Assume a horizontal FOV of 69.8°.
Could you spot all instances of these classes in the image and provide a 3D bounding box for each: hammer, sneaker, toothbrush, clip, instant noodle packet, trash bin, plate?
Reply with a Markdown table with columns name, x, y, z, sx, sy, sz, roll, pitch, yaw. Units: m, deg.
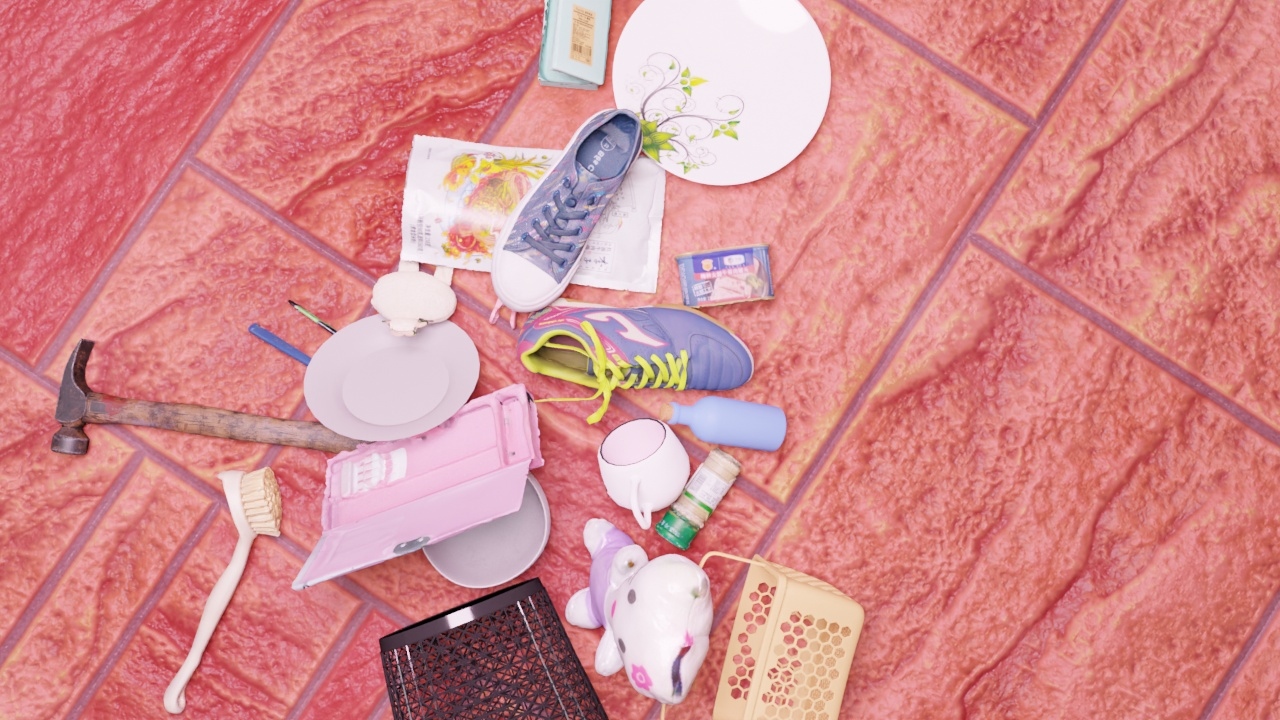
| name | x | y | z | sx | sy | sz | roll | pitch | yaw |
| --- | --- | --- | --- | --- | --- | --- | --- | --- | --- |
| hammer | -0.439 | 0.057 | 0.960 | 0.330 | 0.033 | 0.120 | 8 | 87 | -1 |
| sneaker | -0.073 | -0.156 | 0.908 | 0.087 | 0.079 | 0.235 | 32 | 84 | -8 |
| toothbrush | -0.297 | -0.009 | 0.972 | 0.188 | 0.014 | 0.017 | 34 | 95 | 1 |
| clip | -0.144 | -0.064 | 0.973 | 0.035 | 0.022 | 0.057 | 12 | 82 | 2 |
| instant noodle packet | -0.110 | -0.156 | 0.962 | 0.269 | 0.057 | 0.147 | 5 | 89 | -5 |
| trash bin | -0.132 | 0.352 | 0.872 | 0.217 | 0.217 | 0.243 | -21 | 82 | -2 |
| plate | 0.085 | -0.298 | 0.978 | 0.229 | 0.030 | 0.229 | 0 | 88 | -1 |
| plate | -0.250 | 0.018 | 0.930 | 0.173 | 0.019 | 0.172 | 1 | 48 | -1 |
| toothbrush | -0.328 | 0.010 | 0.970 | 0.190 | 0.016 | 0.017 | 30 | 80 | 0 |
| sneaker | -0.006 | 0.005 | 0.931 | 0.242 | 0.090 | 0.116 | 8 | 122 | 2 |

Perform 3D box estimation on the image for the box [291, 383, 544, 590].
| name | x | y | z | sx | sy | sz | roll | pitch | yaw |
| --- | --- | --- | --- | --- | --- | --- | --- | --- | --- |
| box | -0.204 | 0.126 | 0.867 | 0.233 | 0.179 | 0.055 | -20 | 127 | 12 |

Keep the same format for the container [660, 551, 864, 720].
| name | x | y | z | sx | sy | sz | roll | pitch | yaw |
| --- | --- | --- | --- | --- | --- | --- | --- | --- | --- |
| container | 0.113 | 0.292 | 0.909 | 0.167 | 0.129 | 0.183 | 15 | 88 | -7 |

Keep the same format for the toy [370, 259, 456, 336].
| name | x | y | z | sx | sy | sz | roll | pitch | yaw |
| --- | --- | --- | --- | --- | --- | --- | --- | --- | --- |
| toy | -0.235 | -0.063 | 0.954 | 0.087 | 0.050 | 0.112 | 8 | 64 | -1 |

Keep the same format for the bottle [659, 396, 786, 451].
| name | x | y | z | sx | sy | sz | roll | pitch | yaw |
| --- | --- | --- | --- | --- | --- | --- | --- | --- | --- |
| bottle | 0.082 | 0.061 | 0.937 | 0.131 | 0.048 | 0.048 | 10 | 87 | -20 |

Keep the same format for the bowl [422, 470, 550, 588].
| name | x | y | z | sx | sy | sz | roll | pitch | yaw |
| --- | --- | --- | --- | --- | --- | --- | --- | --- | --- |
| bowl | -0.158 | 0.161 | 0.941 | 0.132 | 0.064 | 0.132 | 0 | 88 | -1 |

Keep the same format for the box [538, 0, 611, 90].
| name | x | y | z | sx | sy | sz | roll | pitch | yaw |
| --- | --- | --- | --- | --- | --- | --- | --- | --- | --- |
| box | -0.063 | -0.385 | 0.956 | 0.077 | 0.079 | 0.188 | 7 | 88 | -2 |

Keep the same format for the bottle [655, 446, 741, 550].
| name | x | y | z | sx | sy | sz | roll | pitch | yaw |
| --- | --- | --- | --- | --- | --- | --- | --- | --- | --- |
| bottle | 0.061 | 0.143 | 0.958 | 0.042 | 0.043 | 0.110 | 36 | 86 | 1 |

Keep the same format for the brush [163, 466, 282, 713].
| name | x | y | z | sx | sy | sz | roll | pitch | yaw |
| --- | --- | --- | --- | --- | --- | --- | --- | --- | --- |
| brush | -0.434 | 0.236 | 0.945 | 0.077 | 0.062 | 0.272 | 20 | 92 | 4 |

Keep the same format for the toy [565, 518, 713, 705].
| name | x | y | z | sx | sy | sz | roll | pitch | yaw |
| --- | --- | --- | --- | --- | --- | --- | --- | --- | --- |
| toy | 0.000 | 0.239 | 0.880 | 0.085 | 0.209 | 0.137 | 14 | 91 | -28 |

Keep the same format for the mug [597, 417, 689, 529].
| name | x | y | z | sx | sy | sz | roll | pitch | yaw |
| --- | --- | --- | --- | --- | --- | --- | --- | --- | --- |
| mug | 0.004 | 0.120 | 0.921 | 0.090 | 0.123 | 0.076 | -14 | 123 | 13 |

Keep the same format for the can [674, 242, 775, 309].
| name | x | y | z | sx | sy | sz | roll | pitch | yaw |
| --- | --- | --- | --- | --- | --- | --- | --- | --- | --- |
| can | 0.088 | -0.086 | 0.960 | 0.100 | 0.054 | 0.059 | -7 | 90 | -1 |
